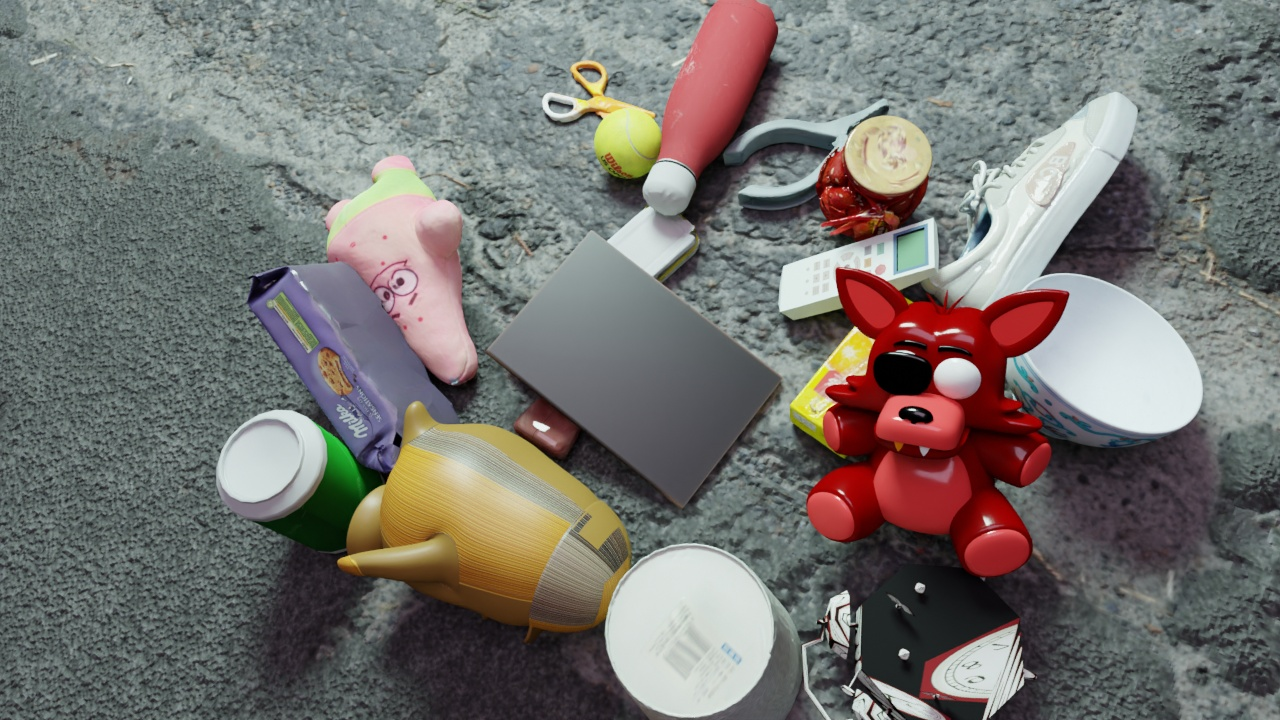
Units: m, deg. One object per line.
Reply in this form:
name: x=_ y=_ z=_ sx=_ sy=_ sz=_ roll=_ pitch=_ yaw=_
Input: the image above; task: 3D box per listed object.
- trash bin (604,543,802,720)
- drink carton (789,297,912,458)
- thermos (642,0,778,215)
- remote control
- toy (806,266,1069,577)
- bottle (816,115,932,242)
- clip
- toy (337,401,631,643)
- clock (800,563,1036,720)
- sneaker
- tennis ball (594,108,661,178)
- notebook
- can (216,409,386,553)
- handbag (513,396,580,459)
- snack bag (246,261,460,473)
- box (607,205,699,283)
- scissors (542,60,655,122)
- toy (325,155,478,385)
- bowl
trash bin: x=0.043 y=0.195 z=0.628 sx=0.133 sy=0.161 sz=0.133 roll=-4 pitch=65 yaw=9
drink carton: x=0.184 y=0.010 z=0.749 sx=0.058 sy=0.043 sz=0.134 roll=37 pitch=78 yaw=23
thermos: x=0.061 y=-0.238 z=0.862 sx=0.073 sy=0.073 sz=0.239 roll=16 pitch=66 yaw=18
remote control: x=0.181 y=-0.072 z=0.767 sx=0.144 sy=0.024 sz=0.049 roll=-16 pitch=52 yaw=36
toy: x=0.204 y=0.040 z=0.646 sx=0.158 sy=0.120 sz=0.197 roll=10 pitch=112 yaw=27
bottle: x=0.196 y=-0.143 z=0.777 sx=0.099 sy=0.111 sz=0.099 roll=0 pitch=77 yaw=1
clip: x=0.168 y=-0.173 z=0.845 sx=0.167 sy=0.028 sz=0.127 roll=-14 pitch=65 yaw=6
toy: x=-0.103 y=0.138 z=0.707 sx=0.203 sy=0.163 sz=0.198 roll=23 pitch=32 yaw=18
clock: x=0.189 y=0.206 z=0.642 sx=0.154 sy=0.065 sz=0.114 roll=-18 pitch=65 yaw=-1
sneaker: x=0.317 y=-0.139 z=0.760 sx=0.091 sy=0.089 sz=0.242 roll=35 pitch=80 yaw=8
tennis ball: x=-0.011 y=-0.207 z=0.875 sx=0.065 sy=0.065 sz=0.065 roll=-4 pitch=65 yaw=10
notebook: x=-0.005 y=0.005 z=0.775 sx=0.209 sy=0.008 sz=0.141 roll=38 pitch=78 yaw=6
can: x=-0.272 y=0.101 z=0.748 sx=0.088 sy=0.140 sz=0.087 roll=-4 pitch=65 yaw=10
handbag: x=-0.056 y=0.026 z=0.804 sx=0.055 sy=0.029 sz=0.119 roll=30 pitch=70 yaw=17
snack bag: x=-0.237 y=0.001 z=0.780 sx=0.058 sy=0.096 sz=0.205 roll=-41 pitch=84 yaw=24
box: x=-0.037 y=-0.063 z=0.836 sx=0.209 sy=0.033 sz=0.064 roll=-42 pitch=67 yaw=-8
scissors: x=-0.047 y=-0.254 z=0.934 sx=0.097 sy=0.012 sz=0.133 roll=-36 pitch=63 yaw=-5
toy: x=-0.218 y=-0.077 z=0.846 sx=0.192 sy=0.096 sz=0.236 roll=-39 pitch=72 yaw=27
bowl: x=0.329 y=0.013 z=0.689 sx=0.144 sy=0.074 sz=0.143 roll=7 pitch=52 yaw=-10
